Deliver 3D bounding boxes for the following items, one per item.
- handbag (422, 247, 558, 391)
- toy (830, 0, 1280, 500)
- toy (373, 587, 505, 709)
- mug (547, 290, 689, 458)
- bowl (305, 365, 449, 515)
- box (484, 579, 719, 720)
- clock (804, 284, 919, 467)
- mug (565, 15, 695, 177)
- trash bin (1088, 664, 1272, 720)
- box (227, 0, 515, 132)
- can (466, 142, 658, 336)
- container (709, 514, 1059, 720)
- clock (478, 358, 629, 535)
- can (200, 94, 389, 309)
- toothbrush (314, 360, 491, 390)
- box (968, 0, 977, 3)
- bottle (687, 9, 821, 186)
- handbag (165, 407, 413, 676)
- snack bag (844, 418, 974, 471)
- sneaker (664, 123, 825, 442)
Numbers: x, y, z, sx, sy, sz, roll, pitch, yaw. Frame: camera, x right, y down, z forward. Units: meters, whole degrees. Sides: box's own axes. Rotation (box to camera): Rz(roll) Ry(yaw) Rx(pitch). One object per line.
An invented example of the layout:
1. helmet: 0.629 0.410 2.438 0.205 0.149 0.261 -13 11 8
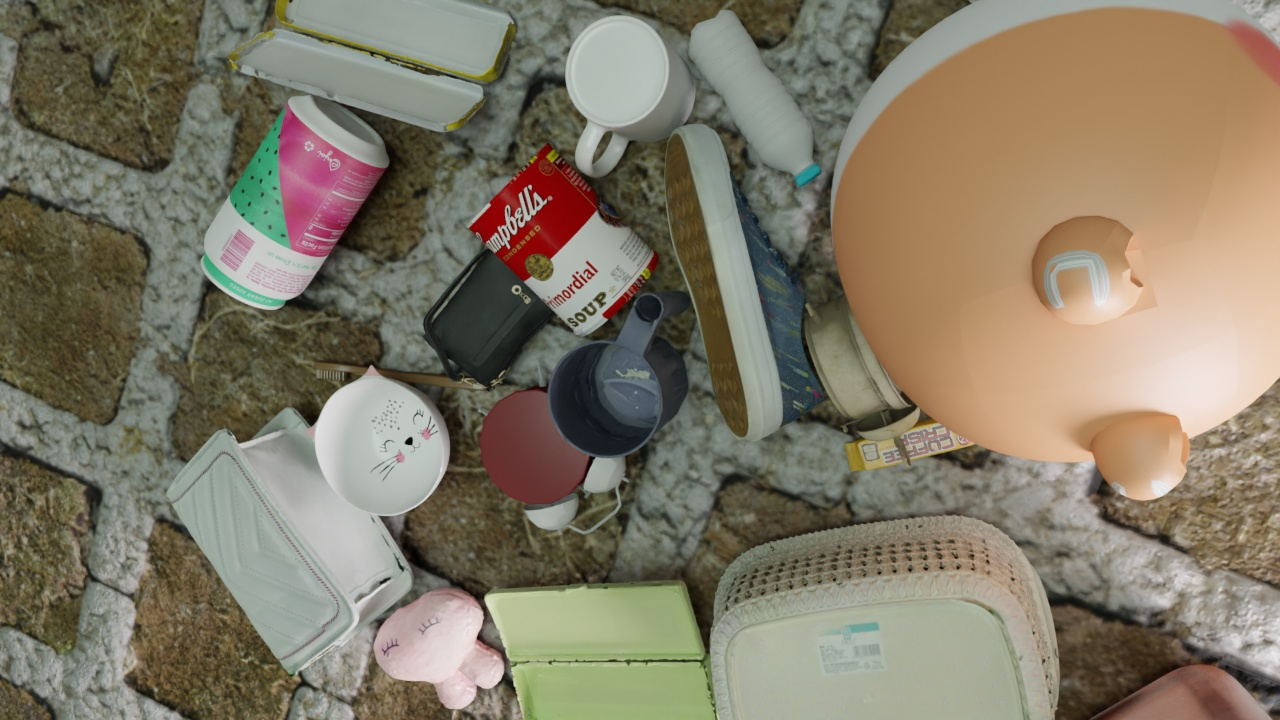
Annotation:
1. handbag: -0.116 -0.035 0.735 0.079 0.054 0.129 41 102 3
2. toy: 0.242 -0.070 0.513 0.266 0.279 0.263 -17 123 27
3. toy: -0.168 0.248 0.786 0.108 0.053 0.105 -39 101 15
4. mug: -0.004 0.004 0.681 0.084 0.103 0.124 27 102 11
5. bowl: -0.209 0.068 0.771 0.115 0.050 0.115 2 98 12
6. box: -0.030 0.239 0.736 0.188 0.029 0.138 -12 99 28
7. clock: 0.158 0.014 0.649 0.055 0.092 0.141 -23 96 23
8. mug: -0.013 -0.185 0.668 0.074 0.090 0.111 30 103 10
9. trash bin: 0.348 0.319 0.545 0.182 0.259 0.157 -40 84 16
10. box: -0.212 -0.250 0.729 0.210 0.045 0.128 19 70 12
11. can: -0.056 -0.088 0.677 0.087 0.086 0.116 -42 103 16
12. container: 0.164 0.212 0.641 0.252 0.143 0.184 -12 85 16
13. clock: -0.071 0.075 0.737 0.096 0.048 0.137 -40 86 16
14. can: -0.282 -0.128 0.749 0.088 0.088 0.166 41 105 7
15. toothbrush: -0.205 0.015 0.783 0.167 0.016 0.016 5 97 15
16. box: 0.237 -0.285 0.553 0.084 0.165 0.094 1 86 10
17. bottle: 0.085 -0.187 0.665 0.044 0.044 0.136 -35 87 16
18. handbag: -0.302 0.156 0.789 0.142 0.096 0.198 -38 87 30
19. snack bag: 0.201 0.060 0.677 0.099 0.020 0.026 -16 93 17
20. sneaker: 0.080 -0.062 0.669 0.079 0.087 0.235 -14 89 -16
